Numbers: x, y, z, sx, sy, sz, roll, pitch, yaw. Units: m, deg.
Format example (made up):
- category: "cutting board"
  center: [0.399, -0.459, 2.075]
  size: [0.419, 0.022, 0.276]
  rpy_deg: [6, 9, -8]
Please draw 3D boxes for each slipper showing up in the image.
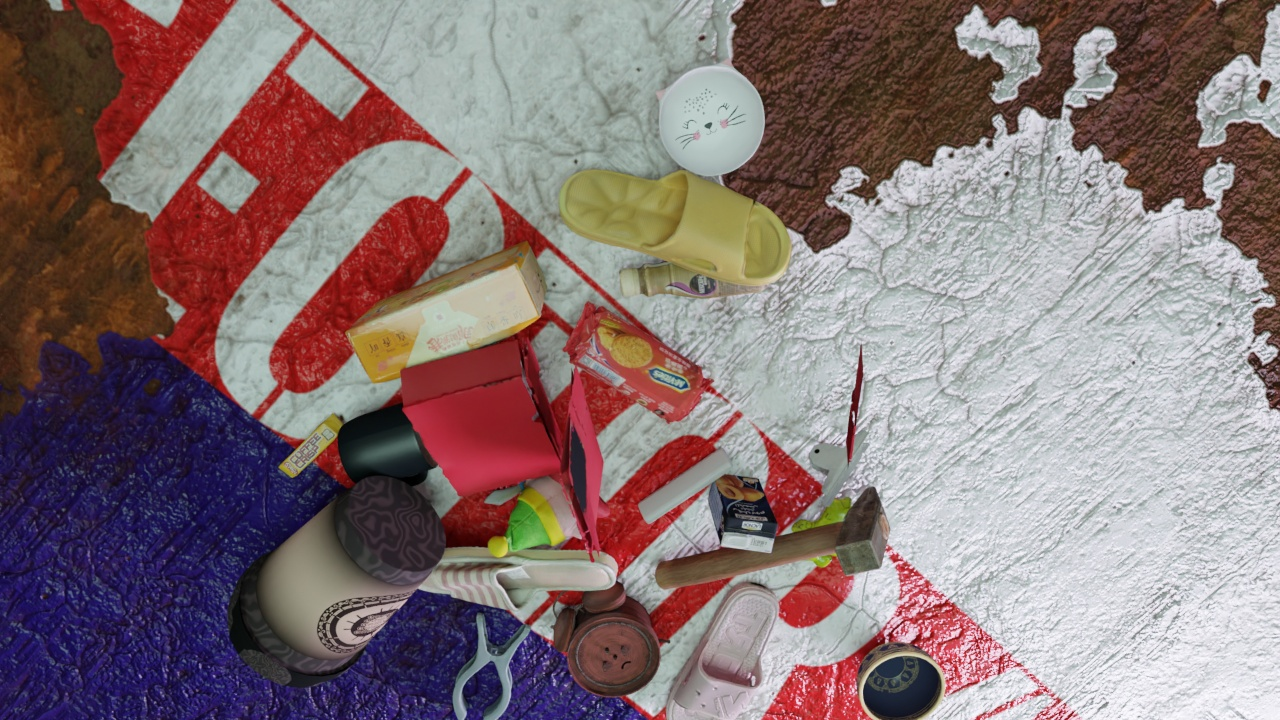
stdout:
- category: "slipper"
  center: [0.113, 0.405, 1.202]
  size: [0.094, 0.064, 0.239]
  rpy_deg: [22, 103, -9]
- category: "slipper"
  center: [0.039, -0.158, 0.995]
  size: [0.263, 0.078, 0.099]
  rpy_deg: [13, 70, 4]
- category: "slipper"
  center: [-0.159, 0.268, 1.122]
  size: [0.263, 0.052, 0.115]
  rpy_deg: [-2, 143, 5]

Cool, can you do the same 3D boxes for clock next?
- category: "clock"
  center: [-0.045, 0.350, 1.174]
  size: [0.121, 0.072, 0.157]
  rpy_deg: [-43, 105, 10]

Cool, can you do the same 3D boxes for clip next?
- category: "clip"
  center: [-0.184, 0.415, 1.213]
  size: [0.112, 0.028, 0.163]
  rpy_deg: [14, 107, -8]
- category: "clip"
  center: [0.237, 0.122, 1.122]
  size: [0.056, 0.056, 0.101]
  rpy_deg: [39, 68, -1]

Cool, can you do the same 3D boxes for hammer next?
- category: "hammer"
  center: [0.152, 0.231, 1.113]
  size: [0.301, 0.157, 0.037]
  rpy_deg: [-19, 98, 25]

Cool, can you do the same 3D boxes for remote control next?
- category: "remote control"
  center: [0.055, 0.155, 1.139]
  size: [0.131, 0.033, 0.012]
  rpy_deg: [-35, 135, 8]

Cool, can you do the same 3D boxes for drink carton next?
- category: "drink carton"
  center: [0.121, 0.181, 1.099]
  size: [0.064, 0.130, 0.040]
  rpy_deg: [8, 106, -5]

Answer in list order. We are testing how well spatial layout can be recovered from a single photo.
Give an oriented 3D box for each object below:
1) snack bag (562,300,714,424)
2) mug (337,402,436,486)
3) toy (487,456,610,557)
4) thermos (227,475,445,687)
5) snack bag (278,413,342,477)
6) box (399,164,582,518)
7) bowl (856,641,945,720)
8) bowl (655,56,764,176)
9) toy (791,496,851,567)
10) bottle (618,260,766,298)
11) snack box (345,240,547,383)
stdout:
- category: "snack bag"
  center: [-0.006, 0.006, 1.073]
  size: [0.176, 0.082, 0.082]
  rpy_deg: [32, 103, -10]
- category: "mug"
  center: [-0.293, 0.111, 1.095]
  size: [0.094, 0.085, 0.122]
  rpy_deg: [-16, 136, 3]
- category: "toy"
  center: [-0.123, 0.178, 1.101]
  size: [0.131, 0.097, 0.124]
  rpy_deg: [-43, 68, 5]
- category: "thermos"
  center: [-0.345, 0.250, 1.062]
  size: [0.172, 0.172, 0.227]
  rpy_deg: [42, 114, -13]
- category: "snack bag"
  center: [-0.399, 0.105, 1.114]
  size: [0.099, 0.020, 0.026]
  rpy_deg: [-42, 103, 10]
- category: "box"
  center: [-0.160, -0.022, 1.068]
  size: [0.198, 0.350, 0.217]
  rpy_deg: [-12, 147, 1]
- category: "bowl"
  center: [0.337, 0.418, 1.215]
  size: [0.112, 0.061, 0.112]
  rpy_deg: [-1, 107, -2]
- category: "bowl"
  center: [0.075, -0.262, 1.004]
  size: [0.114, 0.050, 0.115]
  rpy_deg: [-1, 107, -2]
- category: "toy"
  center: [0.239, 0.219, 1.166]
  size: [0.093, 0.036, 0.094]
  rpy_deg: [-2, 106, 7]
- category: "bottle"
  center: [0.059, -0.098, 1.049]
  size: [0.166, 0.059, 0.060]
  rpy_deg: [-7, 107, 1]
- category: "snack box"
  center: [-0.202, -0.050, 1.009]
  size: [0.195, 0.145, 0.080]
  rpy_deg: [-22, 106, 4]
